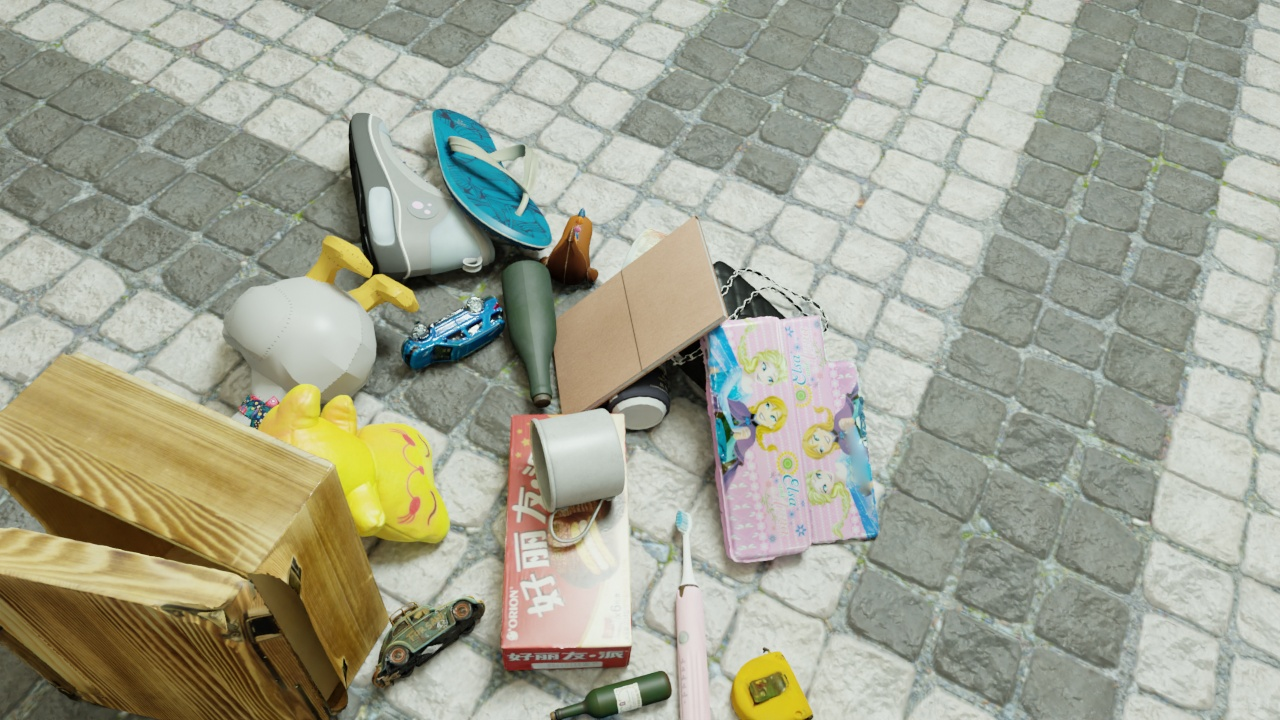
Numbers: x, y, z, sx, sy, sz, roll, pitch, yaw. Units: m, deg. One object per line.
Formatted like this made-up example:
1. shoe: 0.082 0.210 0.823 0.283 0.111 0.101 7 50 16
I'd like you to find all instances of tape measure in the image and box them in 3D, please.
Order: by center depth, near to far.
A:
1. tape measure: 0.108 0.287 0.795 0.058 0.030 0.068 -15 56 -16

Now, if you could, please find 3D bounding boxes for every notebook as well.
1. notebook: -0.010 -0.041 0.940 0.210 0.008 0.141 -34 46 26

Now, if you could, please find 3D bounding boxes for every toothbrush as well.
1. toothbrush: 0.044 0.237 0.828 0.027 0.026 0.222 -24 49 27

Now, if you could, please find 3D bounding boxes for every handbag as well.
1. handbag: 0.103 -0.017 0.936 0.153 0.115 0.124 45 59 -4

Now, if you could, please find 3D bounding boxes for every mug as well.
1. mug: -0.055 0.102 0.816 0.070 0.084 0.113 -10 85 -15

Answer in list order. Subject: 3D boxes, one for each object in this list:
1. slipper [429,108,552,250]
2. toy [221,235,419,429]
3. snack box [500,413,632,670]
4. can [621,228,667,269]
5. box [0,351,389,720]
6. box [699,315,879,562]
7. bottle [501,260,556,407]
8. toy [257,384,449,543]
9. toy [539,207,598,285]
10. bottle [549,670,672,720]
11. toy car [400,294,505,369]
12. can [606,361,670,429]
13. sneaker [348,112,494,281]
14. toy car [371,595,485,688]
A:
1. slipper: -0.182 -0.236 1.090 0.118 0.060 0.294 6 37 -35
2. toy: -0.348 0.006 0.908 0.247 0.141 0.267 32 82 38
3. snack box: -0.068 0.161 0.853 0.113 0.060 0.235 0 54 -4
4. can: 0.013 -0.102 1.032 0.043 0.086 0.086 25 57 16
5. box: -0.340 0.174 0.696 0.247 0.280 0.175 19 52 10
6. box: 0.148 0.070 0.888 0.159 0.035 0.230 -6 85 -10
7. bottle: -0.115 -0.026 0.989 0.055 0.055 0.174 -6 57 -8
8. toy: -0.256 0.107 0.820 0.087 0.193 0.134 -32 62 16
9. toy: -0.075 -0.138 1.044 0.070 0.103 0.090 14 61 -1
10. bottle: -0.026 0.291 0.786 0.106 0.025 0.025 -12 56 -12
11. toy car: -0.199 -0.028 0.983 0.120 0.056 0.043 -29 75 -27
12. can: -0.006 0.006 0.966 0.064 0.064 0.127 -2 55 -5
13. sneaker: -0.258 -0.200 1.091 0.160 0.093 0.256 -5 53 -18
14. toy car: -0.191 0.235 0.800 0.111 0.047 0.047 -32 67 -24
